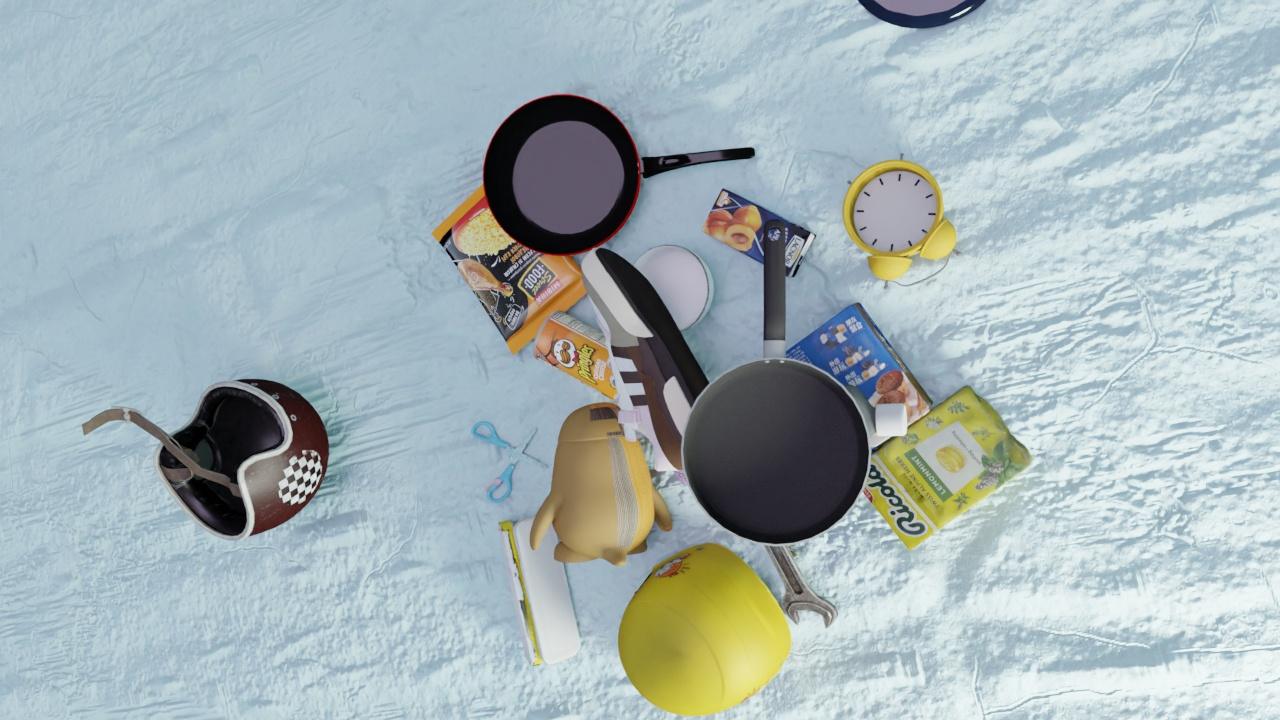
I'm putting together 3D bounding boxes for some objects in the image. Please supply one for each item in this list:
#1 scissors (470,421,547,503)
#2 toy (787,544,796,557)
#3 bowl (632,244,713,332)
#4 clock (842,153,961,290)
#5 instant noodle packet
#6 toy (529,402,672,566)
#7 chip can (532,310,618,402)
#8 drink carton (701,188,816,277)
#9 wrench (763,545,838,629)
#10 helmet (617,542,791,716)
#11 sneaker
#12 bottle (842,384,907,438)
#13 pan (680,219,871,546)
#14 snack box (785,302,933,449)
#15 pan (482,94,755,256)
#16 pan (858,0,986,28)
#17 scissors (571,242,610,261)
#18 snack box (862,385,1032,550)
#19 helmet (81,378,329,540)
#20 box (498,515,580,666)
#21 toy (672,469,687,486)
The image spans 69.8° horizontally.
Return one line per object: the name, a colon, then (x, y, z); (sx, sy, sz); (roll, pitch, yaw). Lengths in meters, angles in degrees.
scissors: (-0.201, 0.138, 1.334); (0.135, 0.015, 0.135); (41, 102, 12)
toy: (0.168, 0.212, 1.167); (0.076, 0.062, 0.100); (-36, 99, -1)
bowl: (0.044, -0.092, 1.184); (0.113, 0.063, 0.113); (2, 96, 22)
clock: (0.305, -0.163, 1.081); (0.114, 0.052, 0.152); (-26, 80, 22)
instant noodle packet: (-0.183, -0.143, 1.289); (0.160, 0.032, 0.220); (-38, 80, 21)
toy: (-0.057, 0.157, 1.210); (0.163, 0.198, 0.203); (174, 92, -67)
chip can: (-0.035, 0.013, 1.219); (0.215, 0.075, 0.075); (28, 104, 18)
drink carton: (0.149, -0.158, 1.149); (0.130, 0.040, 0.064); (31, 105, 17)
wrench: (0.166, 0.227, 1.136); (0.070, 0.010, 0.273); (-17, 110, 33)
helmet: (0.060, 0.365, 1.176); (0.240, 0.139, 0.209); (-40, 79, 20)
sneaker: (-0.007, 0.006, 1.120); (0.117, 0.111, 0.294); (-33, 85, 21)
bottle: (0.217, 0.070, 1.061); (0.174, 0.046, 0.084); (-3, 94, 22)
pan: (0.148, 0.024, 1.016); (0.204, 0.044, 0.355); (0, 86, 5)
snack box: (0.225, 0.050, 1.120); (0.203, 0.069, 0.155); (-38, 80, 21)
pan: (-0.030, -0.248, 1.200); (0.356, 0.067, 0.209); (-5, 92, 8)
pan: (0.276, -0.539, 1.076); (0.356, 0.021, 0.199); (44, 108, 14)
scissors: (-0.092, -0.218, 1.256); (0.139, 0.028, 0.170); (-42, 83, 18)
snack box: (0.354, 0.126, 1.086); (0.181, 0.045, 0.121); (-41, 80, 20)
helmet: (-0.600, 0.142, 1.362); (0.234, 0.252, 0.234); (7, 122, 27)
box: (-0.154, 0.327, 1.317); (0.080, 0.079, 0.209); (-14, 89, 57)
toy: (0.079, 0.118, 1.203); (0.100, 0.036, 0.080); (-36, 82, 22)
